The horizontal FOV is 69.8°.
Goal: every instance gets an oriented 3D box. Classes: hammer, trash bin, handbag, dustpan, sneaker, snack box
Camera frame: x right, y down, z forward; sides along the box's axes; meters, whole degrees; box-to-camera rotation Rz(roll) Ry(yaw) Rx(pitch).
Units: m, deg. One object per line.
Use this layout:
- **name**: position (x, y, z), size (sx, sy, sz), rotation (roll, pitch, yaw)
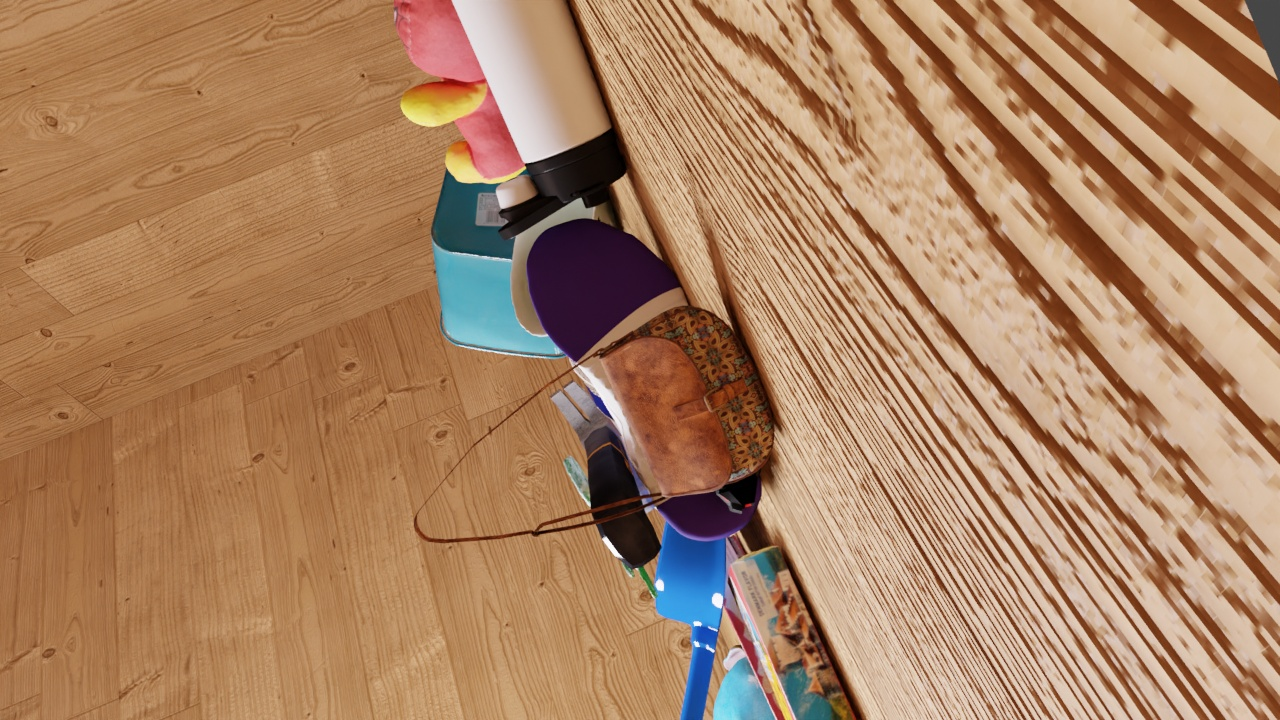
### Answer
- **hammer**: position (-0.018, 0.089, 0.682), size (0.139, 0.035, 0.312), rotation (54, 179, -8)
- **trash bin**: position (-0.163, -0.139, 1.159), size (0.219, 0.199, 0.196), rotation (94, -177, -67)
- **handbag**: position (-0.031, 0.047, 0.471), size (0.043, 0.196, 0.093), rotation (-96, -18, -80)
- **dustpan**: position (0.043, 0.196, 0.772), size (0.246, 0.059, 0.257), rotation (77, -155, -70)
- **sneaker**: position (0.007, 0.015, 0.636), size (0.244, 0.092, 0.111), rotation (61, 179, 18)
- **snack box**: position (0.122, 0.273, 0.839), size (0.077, 0.044, 0.272), rotation (63, 180, -32)
- **snack box**: position (0.109, 0.215, 0.671), size (0.143, 0.040, 0.145), rotation (74, 173, -72)

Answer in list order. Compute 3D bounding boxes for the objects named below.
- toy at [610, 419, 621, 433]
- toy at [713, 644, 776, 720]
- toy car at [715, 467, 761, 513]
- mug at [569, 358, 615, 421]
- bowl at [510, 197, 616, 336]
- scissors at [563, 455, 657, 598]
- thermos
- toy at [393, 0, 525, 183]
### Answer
- **toy**: position (0.022, 0.124, 1.016), size (0.179, 0.101, 0.139), rotation (47, 180, 25)
- **toy**: position (0.137, 0.400, 0.929), size (0.223, 0.099, 0.191), rotation (-86, -28, -66)
- **toy car**: position (0.050, 0.044, 0.536), size (0.042, 0.036, 0.091), rotation (79, 178, -82)
- **mug**: position (-0.002, -0.004, 0.744), size (0.089, 0.086, 0.111), rotation (68, -147, -58)
- **bowl**: position (-0.054, -0.102, 0.832), size (0.175, 0.067, 0.174), rotation (-23, 63, 55)
- **scissors**: position (-0.024, 0.118, 0.674), size (0.108, 0.012, 0.131), rotation (55, 179, -24)
- **thermos**: position (-0.089, -0.200, 0.585), size (0.068, 0.101, 0.230), rotation (-83, -28, -68)
- **toy**: position (-0.123, -0.244, 0.719), size (0.216, 0.099, 0.147), rotation (79, -151, -56)
